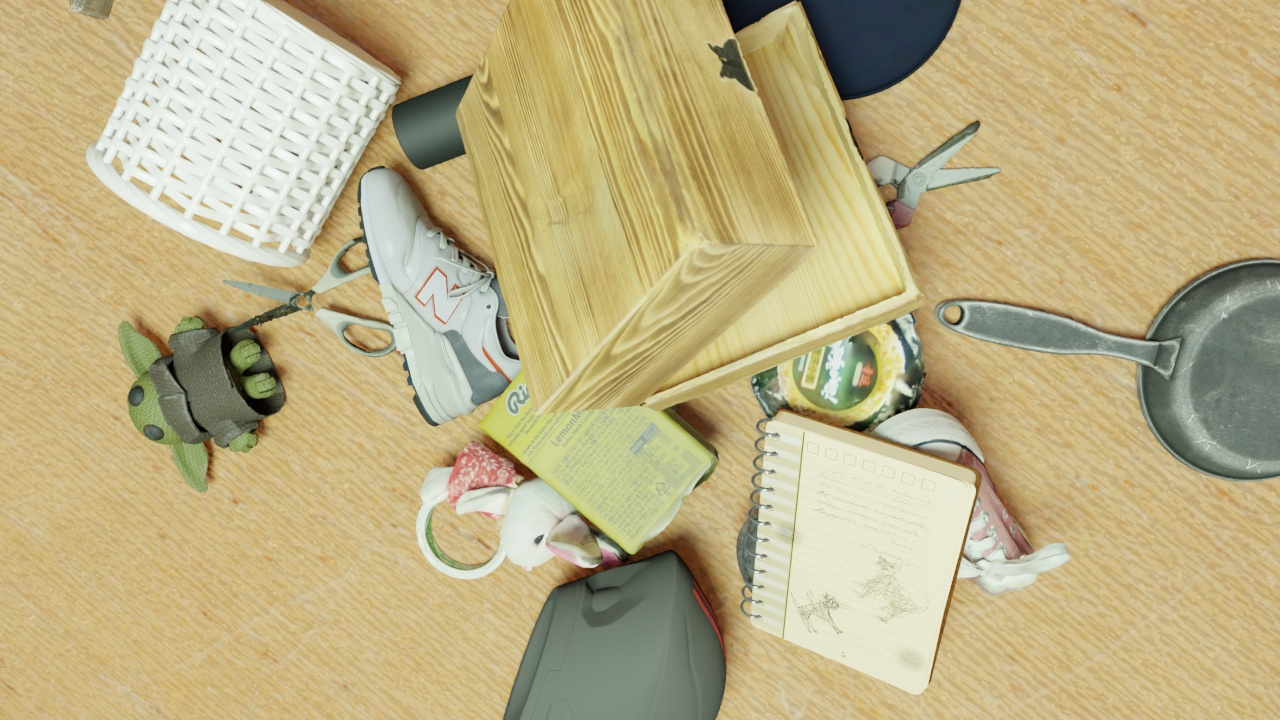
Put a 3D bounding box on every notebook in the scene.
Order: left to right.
[{"bbox_3d":[0.162,0.155,0.728,0.167,0.024,0.226,17,125,26],"label":"notebook"}]

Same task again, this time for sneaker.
[{"bbox_3d":[-0.163,-0.065,0.830,0.124,0.088,0.240,-11,105,6],"label":"sneaker"},{"bbox_3d":[0.258,0.133,0.730,0.118,0.087,0.241,-32,125,21],"label":"sneaker"}]

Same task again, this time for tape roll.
[{"bbox_3d":[-0.170,0.165,0.891,0.094,0.018,0.094,1,98,9],"label":"tape roll"}]

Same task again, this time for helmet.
[{"bbox_3d":[-0.014,0.282,0.808,0.170,0.164,0.265,19,114,-7],"label":"helmet"}]

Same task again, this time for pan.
[{"bbox_3d":[0.133,-0.249,0.780,0.199,0.021,0.357,27,99,5],"label":"pan"},{"bbox_3d":[0.429,-0.006,0.764,0.357,0.055,0.187,11,100,3],"label":"pan"}]

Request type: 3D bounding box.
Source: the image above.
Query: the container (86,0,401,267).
[{"bbox_3d":[-0.330,-0.207,0.778,0.189,0.189,0.187,33,100,3],"label":"container"}]

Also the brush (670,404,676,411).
[{"bbox_3d":[-0.004,0.005,0.823,0.083,0.056,0.271,12,99,10],"label":"brush"}]

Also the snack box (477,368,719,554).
[{"bbox_3d":[-0.033,0.066,0.784,0.181,0.045,0.121,40,104,5],"label":"snack box"}]

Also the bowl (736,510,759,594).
[{"bbox_3d":[0.163,0.170,0.799,0.145,0.067,0.145,18,125,27],"label":"bowl"}]

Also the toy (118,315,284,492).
[{"bbox_3d":[-0.419,0.029,0.879,0.153,0.078,0.179,-21,97,12],"label":"toy"}]

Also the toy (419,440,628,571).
[{"bbox_3d":[-0.106,0.138,0.820,0.194,0.159,0.084,23,82,11],"label":"toy"}]

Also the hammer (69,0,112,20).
[{"bbox_3d":[-0.382,-0.375,0.839,0.301,0.037,0.158,12,100,7],"label":"hammer"}]

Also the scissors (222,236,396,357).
[{"bbox_3d":[-0.296,-0.058,0.862,0.157,0.012,0.168,41,88,-12],"label":"scissors"}]

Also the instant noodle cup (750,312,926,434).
[{"bbox_3d":[0.162,-0.002,0.768,0.137,0.112,0.137,1,97,8],"label":"instant noodle cup"}]

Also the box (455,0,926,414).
[{"bbox_3d":[0.032,-0.125,0.696,0.270,0.263,0.279,-42,60,48],"label":"box"}]

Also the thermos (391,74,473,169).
[{"bbox_3d":[-0.100,-0.234,0.802,0.231,0.061,0.061,-18,95,11],"label":"thermos"}]

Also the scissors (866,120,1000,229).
[{"bbox_3d":[0.198,-0.139,0.793,0.179,0.015,0.195,24,100,5],"label":"scissors"}]
